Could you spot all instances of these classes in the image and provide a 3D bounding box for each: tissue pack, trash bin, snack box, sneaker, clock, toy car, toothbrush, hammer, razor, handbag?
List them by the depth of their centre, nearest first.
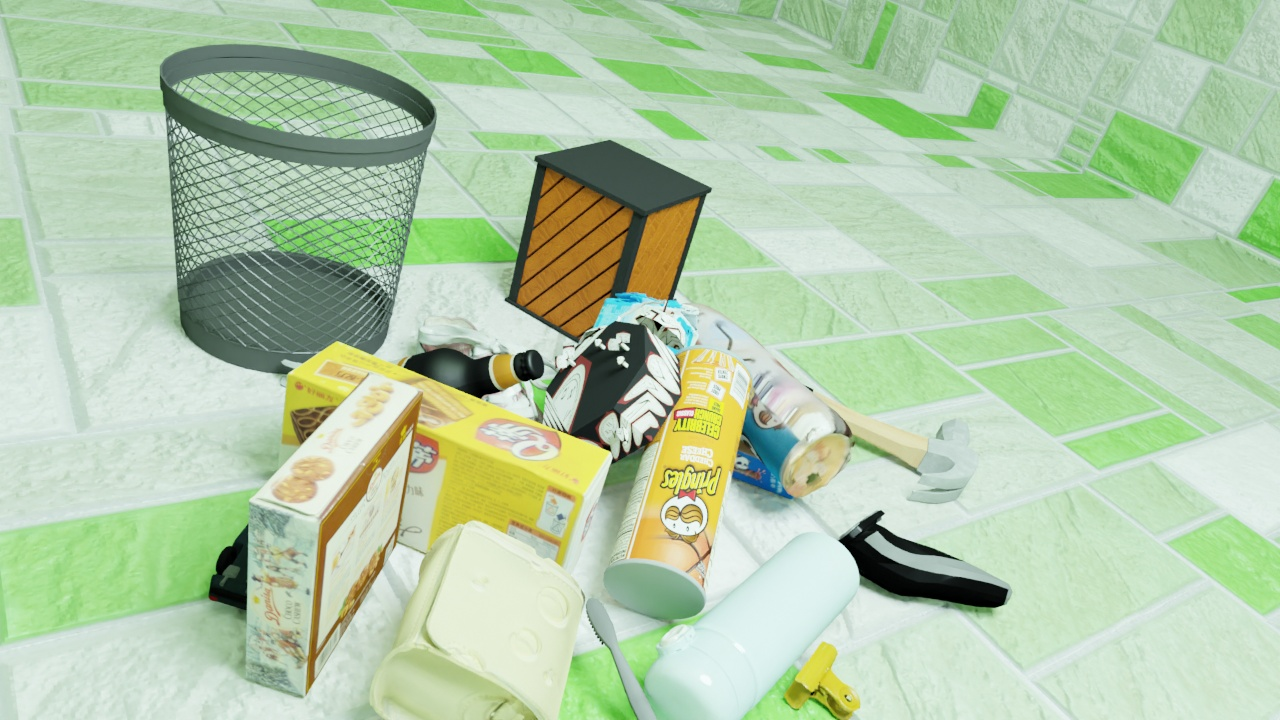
[{"bbox_3d":[-0.190,0.104,0.573,0.041,0.147,0.142,18,30,2],"label":"snack box"},{"bbox_3d":[0.004,0.223,0.573,0.012,0.013,0.167,-19,57,-22],"label":"toothbrush"},{"bbox_3d":[-0.096,0.173,0.575,0.111,0.081,0.119,28,26,-10],"label":"handbag"},{"bbox_3d":[-0.247,0.123,0.623,0.046,0.034,0.111,16,33,1],"label":"toy car"},{"bbox_3d":[-0.146,0.080,0.671,0.230,0.110,0.061,21,29,7],"label":"snack box"},{"bbox_3d":[-0.023,0.005,0.751,0.065,0.115,0.154,43,51,-31],"label":"clock"},{"bbox_3d":[0.237,0.175,0.771,0.156,0.057,0.060,27,59,2],"label":"razor"},{"bbox_3d":[-0.130,0.020,0.800,0.118,0.088,0.241,-6,39,-35],"label":"sneaker"},{"bbox_3d":[-0.310,-0.134,0.825,0.217,0.228,0.217,13,30,-8],"label":"trash bin"},{"bbox_3d":[-0.005,0.005,0.843,0.093,0.144,0.061,8,-22,35],"label":"tissue pack"},{"bbox_3d":[0.085,0.072,0.881,0.151,0.034,0.087,20,30,5],"label":"snack box"},{"bbox_3d":[0.189,0.051,0.956,0.328,0.039,0.130,24,32,8],"label":"hammer"},{"bbox_3d":[-0.037,-0.128,1.012,0.140,0.172,0.139,30,32,21],"label":"trash bin"}]

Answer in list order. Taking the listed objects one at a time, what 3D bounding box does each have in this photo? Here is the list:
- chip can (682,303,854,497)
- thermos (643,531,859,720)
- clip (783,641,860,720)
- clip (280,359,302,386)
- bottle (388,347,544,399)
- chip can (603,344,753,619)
[{"bbox_3d":[0.098,0.024,0.853,0.079,0.080,0.229,-5,37,-34],"label":"chip can"},{"bbox_3d":[0.083,0.191,0.649,0.206,0.065,0.078,-23,89,-49],"label":"thermos"},{"bbox_3d":[0.130,0.234,0.653,0.054,0.045,0.049,-29,96,-53],"label":"clip"},{"bbox_3d":[-0.265,0.037,0.787,0.102,0.050,0.058,13,37,-6],"label":"clip"},{"bbox_3d":[-0.158,0.021,0.718,0.182,0.059,0.059,-13,21,23],"label":"bottle"},{"bbox_3d":[0.035,0.089,0.721,0.075,0.075,0.214,18,48,1],"label":"chip can"}]
